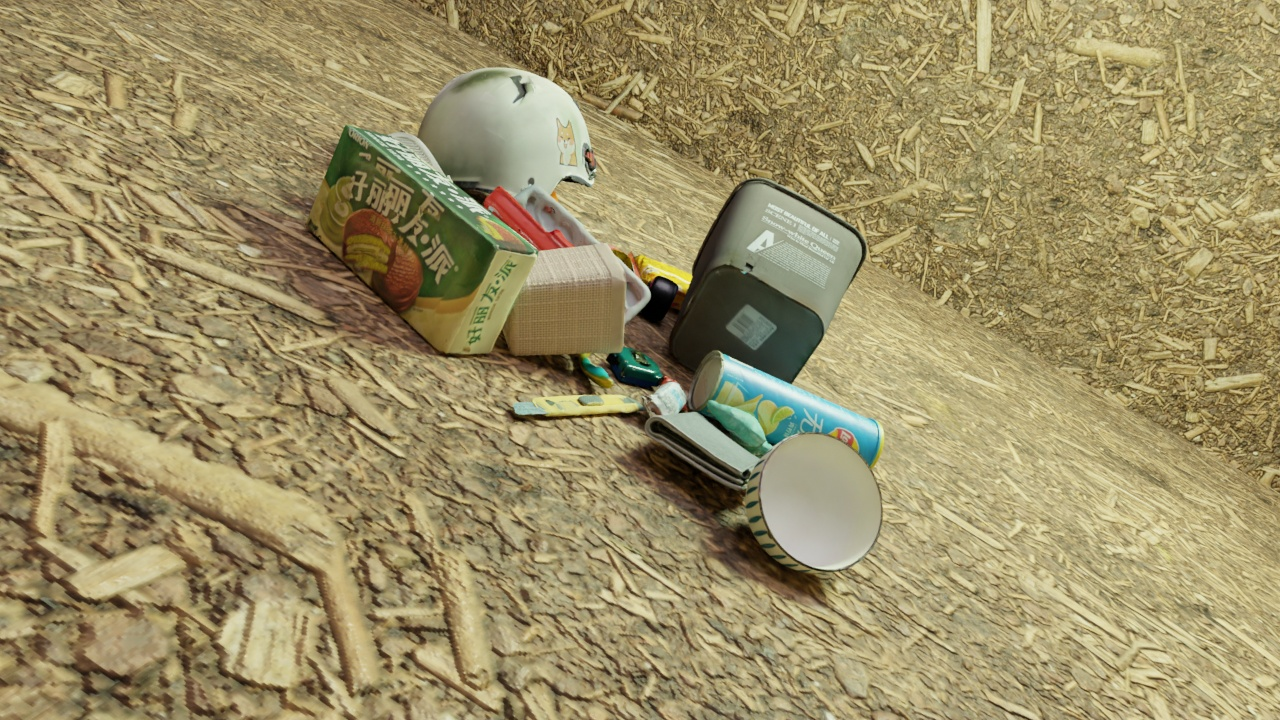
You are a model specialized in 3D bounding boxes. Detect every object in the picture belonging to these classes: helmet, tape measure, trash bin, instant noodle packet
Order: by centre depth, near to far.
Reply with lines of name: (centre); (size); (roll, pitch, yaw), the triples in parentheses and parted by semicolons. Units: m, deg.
tape measure: (-0.006, 0.006, 0.980); (0.058, 0.025, 0.054); (16, 24, -36)
trash bin: (0.151, -0.081, 1.139); (0.199, 0.199, 0.219); (29, 35, 1)
tape measure: (0.022, -0.082, 1.199); (0.039, 0.058, 0.057); (27, 21, -2)
helmet: (-0.175, -0.304, 1.205); (0.230, 0.157, 0.273); (13, 27, 22)
instant noodle packet: (0.046, -0.102, 1.308); (0.128, 0.044, 0.110); (21, 19, -19)

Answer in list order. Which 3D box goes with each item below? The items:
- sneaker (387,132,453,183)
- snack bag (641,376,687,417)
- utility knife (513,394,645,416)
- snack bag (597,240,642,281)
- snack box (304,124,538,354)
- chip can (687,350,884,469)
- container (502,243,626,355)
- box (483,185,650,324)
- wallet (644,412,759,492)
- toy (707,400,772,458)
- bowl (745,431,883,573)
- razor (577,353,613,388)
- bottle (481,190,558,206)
sneaker: (-0.203, -0.133, 0.995); (0.089, 0.091, 0.242); (-40, 84, -24)
snack bag: (0.026, 0.043, 0.921); (0.045, 0.026, 0.105); (60, 18, -3)
utility knife: (-0.056, 0.043, 0.837); (0.031, 0.019, 0.182); (33, 23, 31)
snack bag: (-0.055, -0.136, 1.231); (0.128, 0.073, 0.207); (20, 15, -17)
snack box: (-0.211, -0.115, 0.863); (0.240, 0.115, 0.063); (40, 21, 27)
chip can: (0.158, 0.061, 0.995); (0.210, 0.071, 0.071); (23, 20, -17)
container: (-0.080, -0.059, 0.901); (0.110, 0.090, 0.090); (-5, 31, -15)
box: (-0.078, -0.124, 1.033); (0.201, 0.100, 0.094); (44, -24, 4)
wallet: (0.065, 0.087, 0.846); (0.106, 0.037, 0.129); (35, 8, 16)
toy: (0.113, 0.078, 0.924); (0.096, 0.030, 0.092); (35, -6, 24)
bowl: (0.139, 0.125, 0.780); (0.116, 0.116, 0.066); (25, -25, -11)
razor: (-0.048, 0.000, 0.927); (0.043, 0.028, 0.132); (49, 4, -27)
bottle: (-0.172, -0.210, 1.258); (0.067, 0.067, 0.149); (34, 27, 15)
